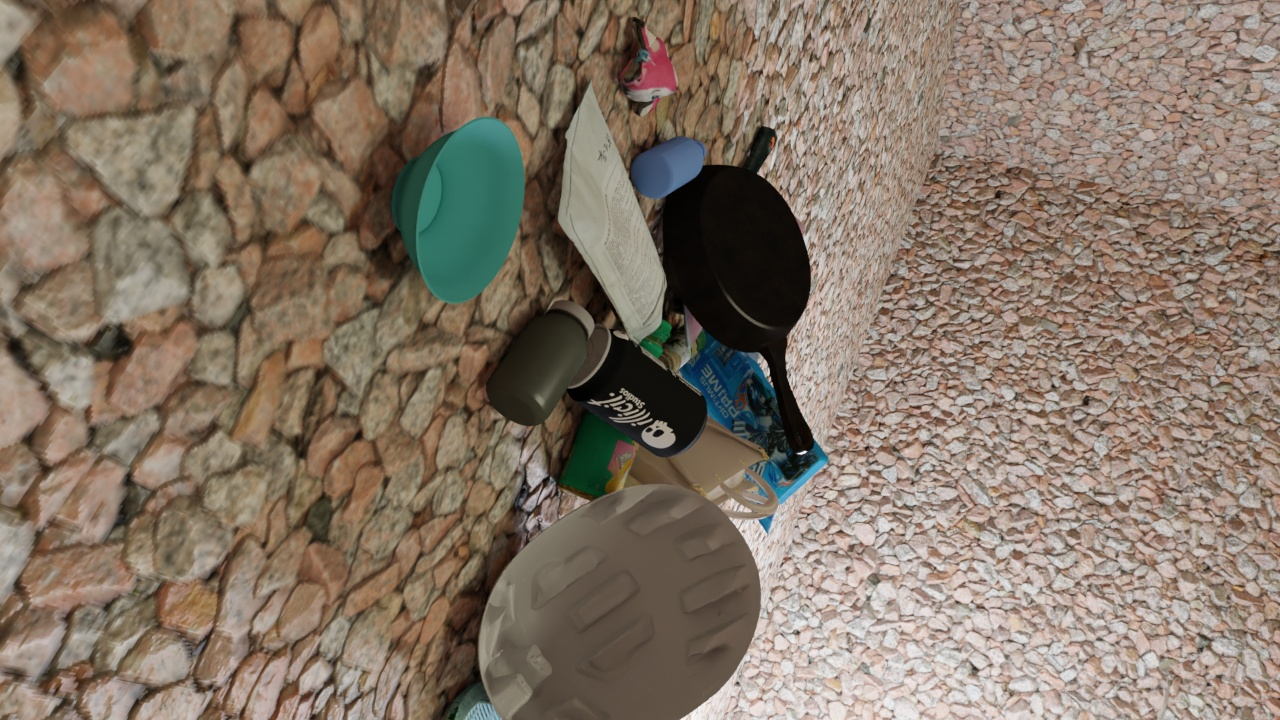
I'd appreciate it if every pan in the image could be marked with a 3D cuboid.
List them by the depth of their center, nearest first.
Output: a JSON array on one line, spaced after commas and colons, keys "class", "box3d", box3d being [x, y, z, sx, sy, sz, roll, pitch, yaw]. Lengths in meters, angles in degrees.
[{"class": "pan", "box3d": [0.143, -0.064, 1.060, 0.248, 0.043, 0.356, -20, 91, -46]}]

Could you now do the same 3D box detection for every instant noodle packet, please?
[{"class": "instant noodle packet", "box3d": [-0.028, -0.118, 0.856, 0.269, 0.057, 0.146, 60, 32, -61]}]

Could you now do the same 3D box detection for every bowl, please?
[{"class": "bowl", "box3d": [-0.127, -0.102, 0.598, 0.120, 0.046, 0.121, -53, 154, -43]}]

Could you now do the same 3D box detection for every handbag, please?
[{"class": "handbag", "box3d": [0.067, 0.134, 1.068, 0.194, 0.198, 0.101, -19, 128, -55]}]

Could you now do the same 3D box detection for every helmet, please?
[{"class": "helmet", "box3d": [-0.021, 0.245, 0.904, 0.282, 0.224, 0.183, -40, -174, 4]}]

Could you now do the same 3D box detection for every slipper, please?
[{"class": "slipper", "box3d": [-0.135, 0.389, 0.986, 0.116, 0.069, 0.276, -69, 161, 1]}]

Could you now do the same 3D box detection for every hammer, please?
[{"class": "hammer", "box3d": [0.114, -0.193, 1.206, 0.332, 0.033, 0.133, -62, 157, -29]}]

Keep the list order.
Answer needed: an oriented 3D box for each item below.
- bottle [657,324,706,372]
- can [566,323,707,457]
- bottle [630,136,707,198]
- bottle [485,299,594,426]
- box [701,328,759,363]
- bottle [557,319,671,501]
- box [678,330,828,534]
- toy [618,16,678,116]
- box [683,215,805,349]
[{"class": "bottle", "box3d": [0.045, -0.012, 1.160, 0.109, 0.043, 0.043, -38, 141, -56]}, {"class": "can", "box3d": [-0.006, 0.032, 0.905, 0.146, 0.080, 0.080, 37, 68, -32]}, {"class": "bottle", "box3d": [0.038, -0.207, 0.955, 0.130, 0.048, 0.048, -43, 145, -55]}, {"class": "bottle", "box3d": [-0.083, 0.000, 0.789, 0.108, 0.060, 0.060, -59, 157, -32]}, {"class": "box", "box3d": [0.117, -0.017, 1.307, 0.107, 0.095, 0.217, -93, -168, -68]}, {"class": "bottle", "box3d": [-0.022, 0.051, 0.989, 0.209, 0.068, 0.068, -69, 161, -9]}, {"class": "box", "box3d": [0.121, 0.089, 1.192, 0.063, 0.243, 0.175, -7, 140, -35]}, {"class": "toy", "box3d": [0.014, -0.263, 0.845, 0.102, 0.050, 0.065, 40, 65, -75]}, {"class": "box", "box3d": [0.116, -0.112, 1.165, 0.099, 0.099, 0.231, -37, -162, 50]}]
